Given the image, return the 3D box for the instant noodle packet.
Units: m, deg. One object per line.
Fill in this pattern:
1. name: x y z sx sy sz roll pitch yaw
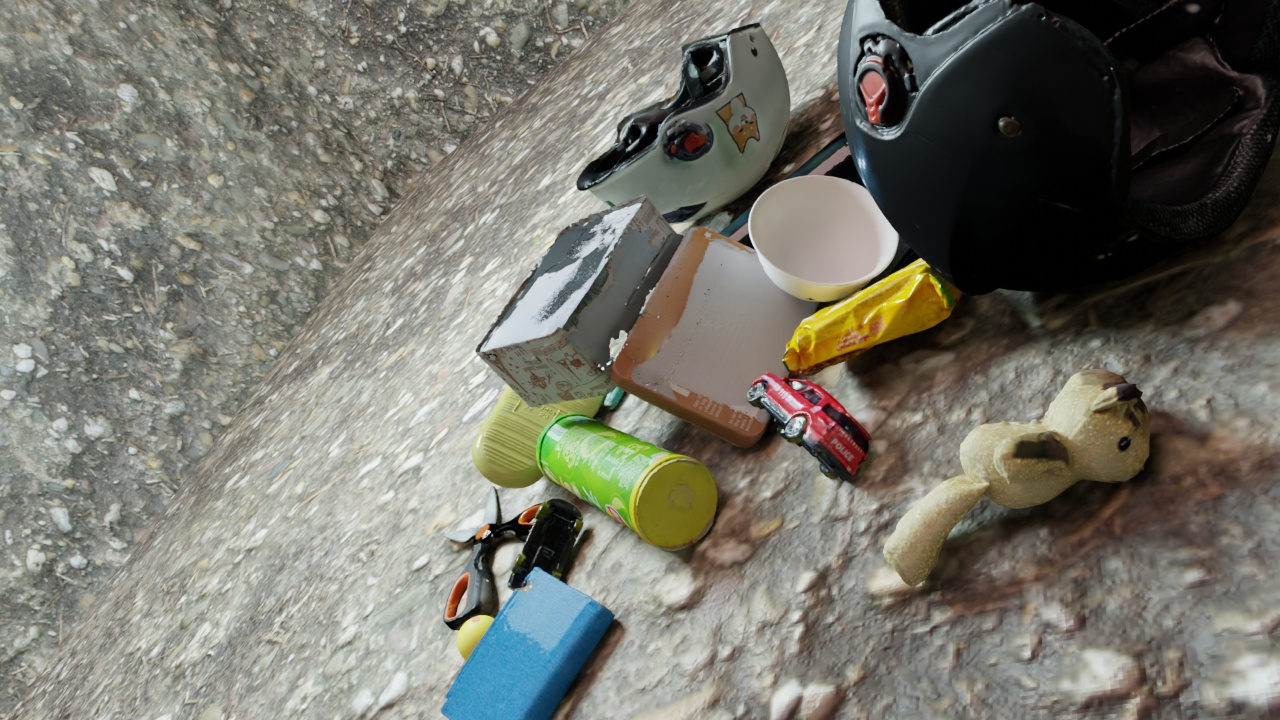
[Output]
1. instant noodle packet: 0.174 -0.035 0.665 0.129 0.044 0.110 -29 4 31

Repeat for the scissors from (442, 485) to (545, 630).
1. scissors: -0.140 0.178 0.900 0.225 0.021 0.220 -31 22 27

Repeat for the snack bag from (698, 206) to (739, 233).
1. snack bag: 0.072 -0.139 1.046 0.105 0.026 0.045 -49 16 -11

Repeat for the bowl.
1. bowl: 0.144 -0.087 0.750 0.065 0.118 0.118 92 -157 -56

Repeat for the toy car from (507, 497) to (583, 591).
1. toy car: -0.082 0.163 0.795 0.090 0.042 0.035 -66 8 -26

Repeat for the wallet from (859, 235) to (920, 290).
1. wallet: 0.215 -0.107 0.777 0.121 0.019 0.097 -48 22 -1

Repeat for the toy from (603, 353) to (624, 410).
1. toy: -0.006 0.005 0.940 0.092 0.030 0.096 -23 38 55

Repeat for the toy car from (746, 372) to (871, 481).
1. toy car: 0.119 0.042 0.653 0.045 0.053 0.120 -45 26 -1

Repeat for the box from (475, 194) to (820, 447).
1. box: 0.005 -0.040 0.786 0.273 0.130 0.178 11 54 28

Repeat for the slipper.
1. slipper: -0.109 0.071 0.926 0.190 0.091 0.082 -54 -8 -50

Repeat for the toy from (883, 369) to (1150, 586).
1. toy: 0.197 0.065 0.489 0.157 0.066 0.105 -41 -18 19

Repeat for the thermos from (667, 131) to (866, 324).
1. thermos: 0.125 -0.127 0.886 0.243 0.068 0.089 -37 20 17

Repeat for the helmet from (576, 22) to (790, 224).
1. helmet: 0.070 -0.254 1.071 0.274 0.157 0.230 -49 19 -1

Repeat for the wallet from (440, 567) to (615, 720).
1. wallet: -0.088 0.231 0.703 0.106 0.040 0.132 10 58 52

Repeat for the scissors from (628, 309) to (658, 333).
1. scissors: 0.028 -0.041 0.983 0.166 0.014 0.162 -20 37 41

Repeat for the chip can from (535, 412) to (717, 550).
1. chip can: -0.020 0.094 0.768 0.072 0.072 0.221 -51 25 -12

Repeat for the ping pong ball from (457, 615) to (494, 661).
1. ping pong ball: -0.133 0.234 0.767 0.040 0.040 0.040 -36 25 20

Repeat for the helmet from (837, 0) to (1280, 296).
1. helmet: 0.230 -0.168 0.548 0.232 0.274 0.231 -33 -11 -27

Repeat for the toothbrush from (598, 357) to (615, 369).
1. toothbrush: -0.094 0.058 1.015 0.181 0.015 0.018 -40 33 12
